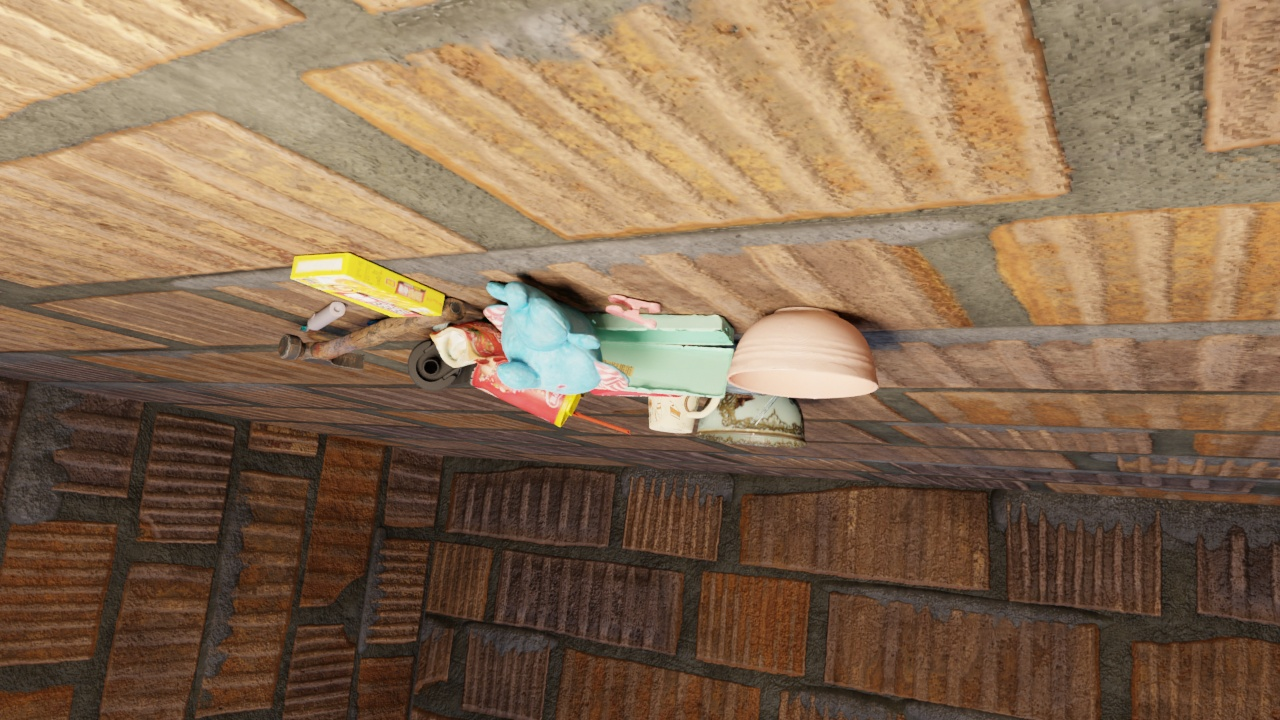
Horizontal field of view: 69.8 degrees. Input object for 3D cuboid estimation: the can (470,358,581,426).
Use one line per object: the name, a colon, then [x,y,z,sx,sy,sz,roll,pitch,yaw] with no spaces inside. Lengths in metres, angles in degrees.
can: [-0.134,0.026,1.105,0.124,0.066,0.067,25,170,3]

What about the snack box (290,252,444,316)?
snack box: [-0.283,-0.077,0.965,0.075,0.025,0.152,0,168,27]

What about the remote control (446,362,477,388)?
remote control: [-0.268,0.009,1.333,0.013,0.058,0.134,13,169,-33]

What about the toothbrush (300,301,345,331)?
toothbrush: [-0.415,-0.052,1.188,0.019,0.018,0.188,10,169,-30]

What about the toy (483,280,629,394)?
toy: [-0.102,-0.018,0.949,0.183,0.114,0.181,30,170,15]

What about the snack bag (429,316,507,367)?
snack bag: [-0.169,-0.024,1.054,0.087,0.044,0.154,28,-162,19]

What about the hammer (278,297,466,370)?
hammer: [-0.320,-0.032,1.145,0.331,0.033,0.119,-12,163,42]

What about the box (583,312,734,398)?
box: [0.008,-0.001,1.039,0.189,0.091,0.077,3,170,18]

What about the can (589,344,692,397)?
can: [-0.007,0.007,1.126,0.143,0.074,0.074,1,168,25]

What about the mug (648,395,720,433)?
mug: [0.061,0.046,1.237,0.122,0.097,0.081,-3,166,41]

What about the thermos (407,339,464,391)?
thermos: [-0.251,-0.004,1.186,0.101,0.068,0.230,-35,-173,-9]

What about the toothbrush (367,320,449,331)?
toothbrush: [-0.299,-0.045,1.171,0.132,0.016,0.021,0,156,26]

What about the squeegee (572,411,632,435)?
squeegee: [-0.143,0.023,1.191,0.250,0.055,0.185,14,147,46]

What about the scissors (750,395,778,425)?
scissors: [0.179,0.032,1.122,0.014,0.130,0.116,37,-157,16]

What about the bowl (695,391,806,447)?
bowl: [0.162,0.070,1.318,0.160,0.093,0.160,5,170,1]

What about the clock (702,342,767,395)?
clock: [0.119,0.008,1.123,0.089,0.051,0.124,6,168,21]

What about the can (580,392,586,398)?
can: [-0.118,0.021,1.321,0.059,0.054,0.100,4,169,18]

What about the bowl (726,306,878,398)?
bowl: [0.167,-0.011,0.940,0.153,0.076,0.153,5,169,1]

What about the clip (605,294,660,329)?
clip: [-0.005,-0.056,0.954,0.060,0.043,0.023,36,161,-8]
